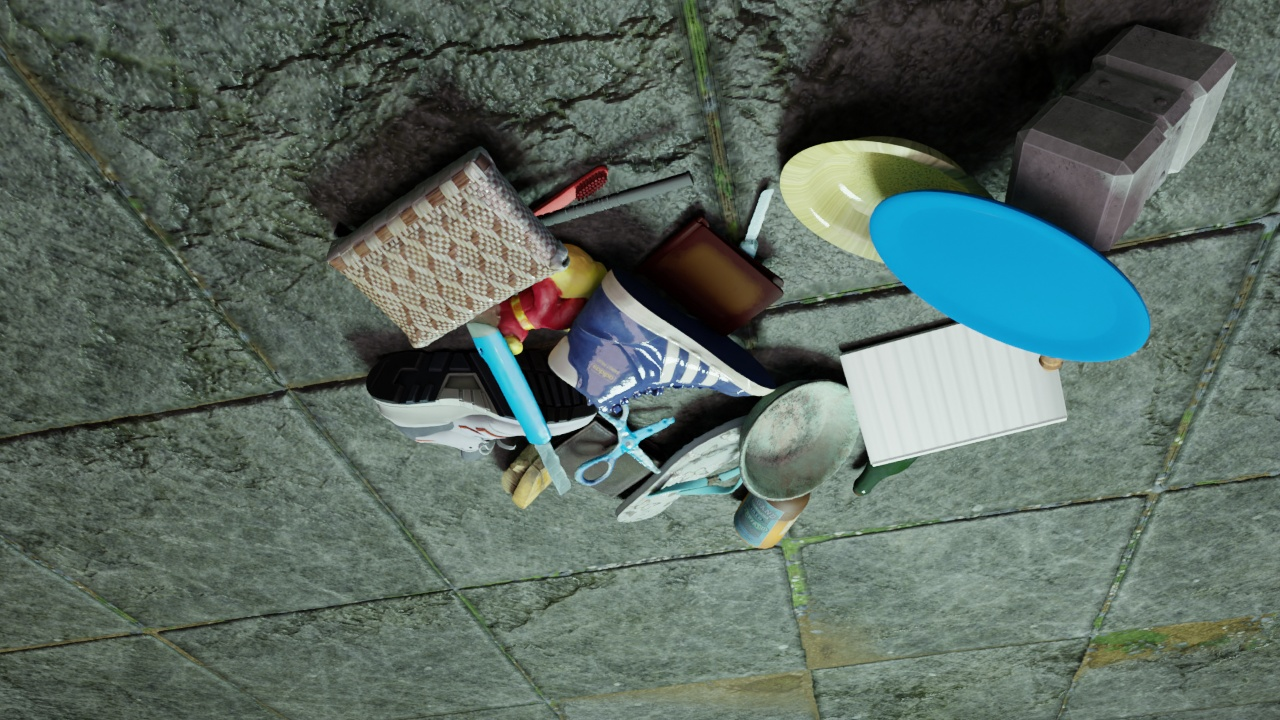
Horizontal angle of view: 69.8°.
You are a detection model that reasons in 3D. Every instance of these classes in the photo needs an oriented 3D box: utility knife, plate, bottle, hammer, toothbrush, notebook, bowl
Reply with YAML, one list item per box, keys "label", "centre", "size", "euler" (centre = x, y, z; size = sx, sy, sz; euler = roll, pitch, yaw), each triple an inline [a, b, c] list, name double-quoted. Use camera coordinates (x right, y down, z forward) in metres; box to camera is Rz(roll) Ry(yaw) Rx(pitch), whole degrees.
- label: "utility knife"
  centre: [-0.111, 0.051, 0.889]
  size: [0.031, 0.015, 0.222]
  euler: [-11, 122, 15]
- label: "plate"
  centre: [0.210, -0.139, 0.760]
  size: [0.184, 0.036, 0.184]
  euler: [21, 164, 6]
- label: "bottle"
  centre: [0.297, 0.111, 1.092]
  size: [0.055, 0.055, 0.175]
  euler: [8, 140, -13]
- label: "bottle"
  centre: [0.172, 0.169, 1.142]
  size: [0.067, 0.067, 0.157]
  euler: [8, 139, -13]
- label: "utility knife"
  centre: [0.098, -0.096, 0.858]
  size: [0.022, 0.015, 0.166]
  euler: [4, 142, -9]
- label: "hammer"
  centre: [0.370, -0.092, 0.767]
  size: [0.162, 0.083, 0.318]
  euler: [-42, 145, -21]
- label: "hammer"
  centre: [-0.112, -0.119, 0.796]
  size: [0.325, 0.015, 0.095]
  euler: [-13, 136, 18]
- label: "toothbrush"
  centre: [-0.112, -0.113, 0.822]
  size: [0.213, 0.017, 0.012]
  euler: [-28, 134, 27]
- label: "plate"
  centre: [0.288, -0.071, 0.723]
  size: [0.224, 0.024, 0.224]
  euler: [32, 170, 6]
- label: "notebook"
  centre: [0.334, 0.028, 0.978]
  size: [0.210, 0.009, 0.143]
  euler: [-16, 112, 13]
- label: "bowl"
  centre: [0.170, 0.082, 1.023]
  size: [0.157, 0.038, 0.158]
  euler: [-13, 123, -20]

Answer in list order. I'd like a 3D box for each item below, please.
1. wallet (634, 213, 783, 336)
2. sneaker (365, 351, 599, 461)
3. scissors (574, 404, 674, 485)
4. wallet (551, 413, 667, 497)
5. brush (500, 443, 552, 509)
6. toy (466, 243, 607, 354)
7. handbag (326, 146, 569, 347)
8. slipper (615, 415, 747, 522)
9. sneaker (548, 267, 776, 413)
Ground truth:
- label: "wallet"
  centre: [0.067, -0.078, 0.862]
  size: [0.115, 0.018, 0.092]
  euler: [34, 133, -23]
- label: "sneaker"
  centre: [-0.162, 0.055, 0.980]
  size: [0.240, 0.088, 0.124]
  euler: [7, 145, 1]
- label: "scissors"
  centre: [-0.026, 0.094, 1.047]
  size: [0.140, 0.011, 0.134]
  euler: [-38, 120, 8]
- label: "wallet"
  centre: [-0.043, 0.114, 1.095]
  size: [0.120, 0.031, 0.100]
  euler: [32, 127, -31]
- label: "brush"
  centre: [-0.128, 0.133, 1.050]
  size: [0.043, 0.059, 0.196]
  euler: [44, 161, 4]
- label: "toy"
  centre: [-0.093, -0.056, 0.868]
  size: [0.137, 0.067, 0.105]
  euler: [-29, 138, 11]
- label: "handbag"
  centre: [-0.164, -0.091, 0.786]
  size: [0.186, 0.046, 0.124]
  euler: [-25, 122, 27]
- label: "slipper"
  centre: [0.061, 0.145, 1.097]
  size: [0.098, 0.054, 0.270]
  euler: [8, 143, -42]
- label: "sneaker"
  centre: [0.019, 0.015, 0.892]
  size: [0.233, 0.091, 0.119]
  euler: [29, 112, -39]
